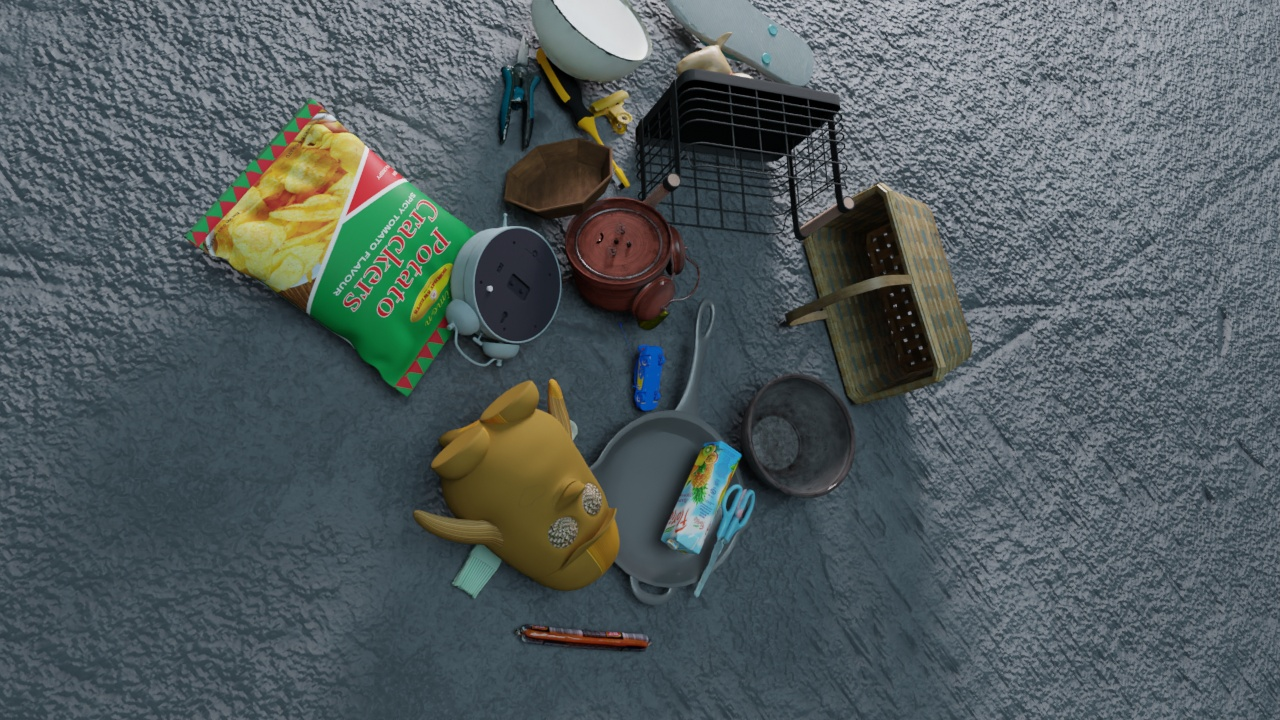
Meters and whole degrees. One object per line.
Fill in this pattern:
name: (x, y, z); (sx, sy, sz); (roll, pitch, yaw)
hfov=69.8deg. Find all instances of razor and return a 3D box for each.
razor: (0.021, -0.090, 1.088); (0.026, 0.043, 0.105); (17, 61, -16)

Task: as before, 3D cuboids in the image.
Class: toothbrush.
toothbrush: (-0.068, -0.290, 1.096); (0.196, 0.031, 0.031); (58, 31, 1)

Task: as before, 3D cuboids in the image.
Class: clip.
clip: (-0.033, -0.300, 1.127); (0.052, 0.039, 0.047); (-32, 87, -28)

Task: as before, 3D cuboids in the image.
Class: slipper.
slipper: (0.116, -0.435, 1.208); (0.268, 0.055, 0.098); (27, 70, -27)

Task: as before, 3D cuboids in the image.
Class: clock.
clock: (-0.010, -0.110, 1.029); (0.158, 0.072, 0.120); (16, 62, 7)
clock: (-0.148, -0.070, 0.974); (0.122, 0.045, 0.159); (42, 65, -43)

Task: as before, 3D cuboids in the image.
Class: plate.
plate: (-0.090, -0.202, 1.036); (0.131, 0.025, 0.131); (-8, 47, 9)

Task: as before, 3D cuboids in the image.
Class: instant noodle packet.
instant noodle packet: (-0.284, -0.115, 0.928); (0.252, 0.090, 0.195); (39, 63, -19)

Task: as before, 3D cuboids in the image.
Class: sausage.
sausage: (-0.057, 0.293, 0.965); (0.155, 0.020, 0.020); (11, 73, -20)

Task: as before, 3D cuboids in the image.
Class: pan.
pan: (0.042, 0.095, 1.040); (0.216, 0.024, 0.354); (19, 74, -24)

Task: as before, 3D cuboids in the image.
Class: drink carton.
drink carton: (0.067, 0.151, 1.005); (0.038, 0.044, 0.128); (35, 67, -19)

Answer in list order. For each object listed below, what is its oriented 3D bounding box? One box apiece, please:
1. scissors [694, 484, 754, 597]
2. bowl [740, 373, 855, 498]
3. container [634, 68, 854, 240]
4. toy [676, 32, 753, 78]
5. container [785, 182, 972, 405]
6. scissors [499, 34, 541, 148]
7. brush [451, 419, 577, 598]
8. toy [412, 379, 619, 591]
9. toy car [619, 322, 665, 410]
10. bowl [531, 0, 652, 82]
scissors: (0.089, 0.200, 1.019); (0.063, 0.015, 0.138); (45, 65, -46)
bowl: (0.175, 0.093, 1.085); (0.144, 0.067, 0.144); (6, 75, -22)
container: (0.116, -0.232, 1.087); (0.241, 0.163, 0.130); (3, 76, -22)
toy: (0.101, -0.339, 1.147); (0.106, 0.134, 0.108); (-38, 87, 6)
container: (0.280, -0.077, 1.128); (0.186, 0.158, 0.250); (-9, 80, -36)
scissors: (-0.148, -0.317, 1.077); (0.137, 0.019, 0.129); (-40, 94, -28)
brush: (-0.128, 0.151, 0.975); (0.033, 0.012, 0.217); (37, 64, -10)
toy: (-0.100, 0.140, 0.904); (0.198, 0.163, 0.203); (-46, 106, -30)
toy car: (-0.006, 0.007, 1.060); (0.033, 0.062, 0.092); (-4, 104, -49)
bowl: (-0.067, -0.387, 1.083); (0.153, 0.073, 0.153); (25, 43, -26)
